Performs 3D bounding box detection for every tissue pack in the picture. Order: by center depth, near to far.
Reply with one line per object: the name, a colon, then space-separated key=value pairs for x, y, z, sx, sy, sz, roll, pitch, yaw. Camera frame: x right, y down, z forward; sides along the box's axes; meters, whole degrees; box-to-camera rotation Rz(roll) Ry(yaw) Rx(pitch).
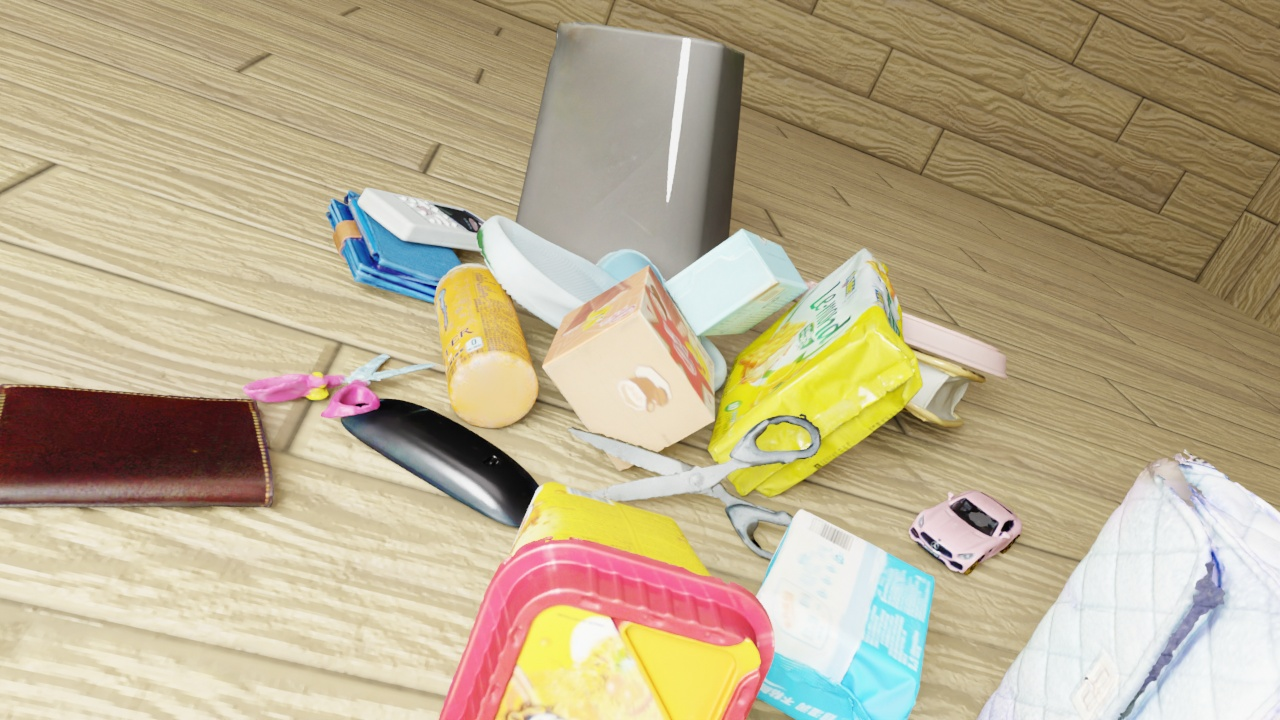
tissue pack: x=0.105 y=0.144 z=0.498 sx=0.090 sy=0.063 sz=0.139 roll=27 pitch=22 yaw=12

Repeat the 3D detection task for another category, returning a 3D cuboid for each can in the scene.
can: x=-0.112 y=-0.014 z=0.646 sx=0.058 sy=0.058 sz=0.146 roll=12 pitch=26 yaw=-23

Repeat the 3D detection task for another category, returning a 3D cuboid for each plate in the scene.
plate: x=0.255 y=-0.035 z=0.915 sx=0.229 sy=0.028 sz=0.229 roll=21 pitch=7 yaw=-3

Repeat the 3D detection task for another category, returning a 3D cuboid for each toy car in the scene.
toy car: x=0.254 y=0.127 z=0.705 sx=0.122 sy=0.037 sz=0.056 roll=-7 pitch=36 yaw=-48

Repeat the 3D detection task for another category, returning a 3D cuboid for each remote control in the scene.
remote control: x=-0.114 y=0.053 z=0.541 sx=0.136 sy=0.024 sz=0.053 roll=28 pitch=23 yaw=12
remote control: x=-0.173 y=-0.119 z=0.785 sx=0.058 sy=0.021 sz=0.149 roll=38 pitch=15 yaw=17

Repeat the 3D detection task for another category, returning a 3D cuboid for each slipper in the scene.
slipper: x=-0.019 y=-0.052 z=0.730 sx=0.245 sy=0.074 sz=0.104 roll=29 pitch=22 yaw=-35

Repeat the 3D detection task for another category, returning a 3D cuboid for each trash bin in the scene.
trash bin: x=-0.002 y=-0.193 z=0.870 sx=0.199 sy=0.220 sz=0.198 roll=13 pitch=16 yaw=15

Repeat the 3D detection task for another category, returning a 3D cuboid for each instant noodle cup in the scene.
instant noodle cup: x=-0.019 y=0.118 z=0.397 sx=0.116 sy=0.116 sz=0.123 roll=18 pitch=12 yaw=-12

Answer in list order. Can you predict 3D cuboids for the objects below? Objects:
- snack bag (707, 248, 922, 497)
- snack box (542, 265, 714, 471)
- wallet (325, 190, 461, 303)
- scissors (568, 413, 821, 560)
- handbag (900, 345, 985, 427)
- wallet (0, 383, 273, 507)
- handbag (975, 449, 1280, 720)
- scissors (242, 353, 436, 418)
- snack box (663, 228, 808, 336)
snack bag: x=0.140 y=0.006 z=0.722 sx=0.068 sy=0.158 sz=0.246 roll=46 pitch=23 yaw=-8
snack box: x=-0.004 y=0.004 z=0.633 sx=0.093 sy=0.077 sz=0.094 roll=55 pitch=17 yaw=-18
wallet: x=-0.196 y=-0.088 z=0.753 sx=0.106 sy=0.040 sz=0.133 roll=16 pitch=21 yaw=-37
scissors: x=0.043 y=0.076 z=0.582 sx=0.173 sy=0.159 sz=0.014 roll=51 pitch=-16 yaw=-5
handbag: x=0.229 y=0.004 z=0.881 sx=0.179 sy=0.063 sz=0.163 roll=28 pitch=8 yaw=26
wallet: x=-0.250 y=0.041 z=0.454 sx=0.122 sy=0.020 sz=0.096 roll=6 pitch=23 yaw=-31
handbag: x=0.241 y=0.155 z=0.433 sx=0.075 sy=0.194 sz=0.134 roll=16 pitch=24 yaw=-9
scissors: x=-0.170 y=0.014 z=0.567 sx=0.105 sy=0.017 sz=0.135 roll=14 pitch=16 yaw=34
snack box: x=0.084 y=-0.061 z=0.758 sx=0.051 sy=0.074 sz=0.174 roll=59 pitch=17 yaw=8
